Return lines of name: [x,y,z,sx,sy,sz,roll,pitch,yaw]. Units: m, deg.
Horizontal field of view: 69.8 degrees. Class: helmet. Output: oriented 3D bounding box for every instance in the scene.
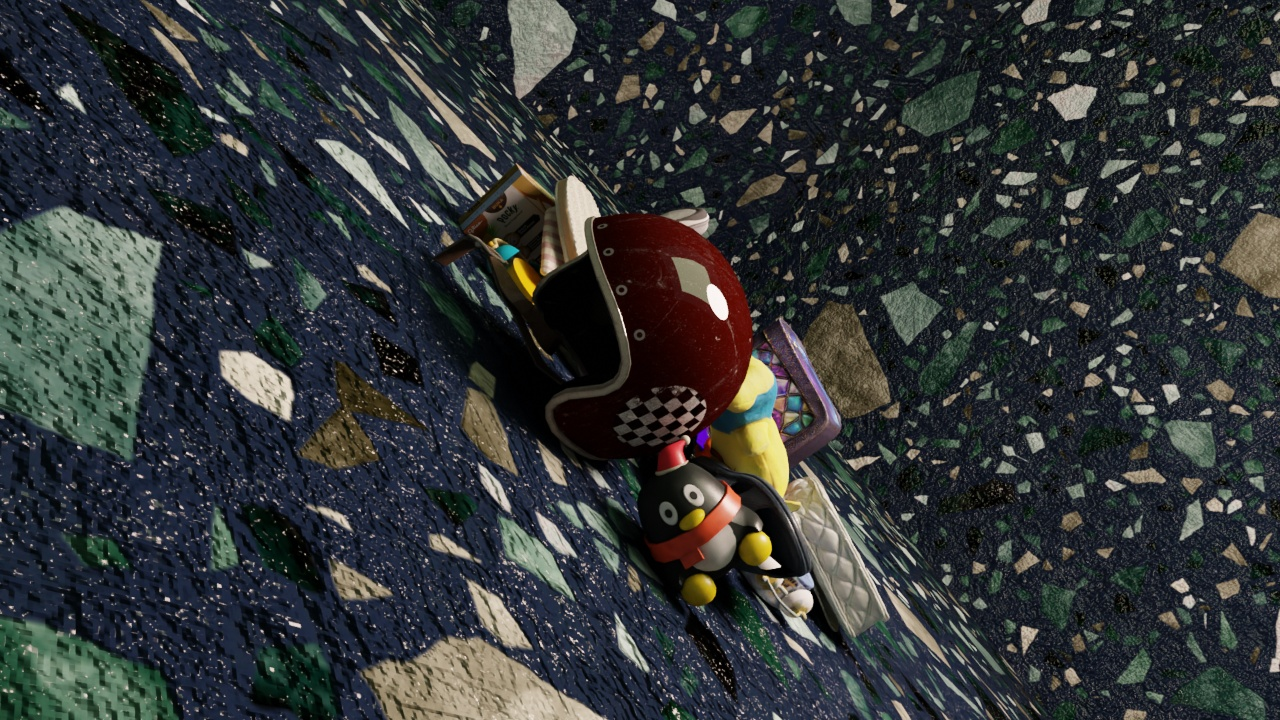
helmet: [-0.024,-0.027,0.881,0.234,0.254,0.233,51,16,-37]

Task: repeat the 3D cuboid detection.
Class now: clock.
clock: [-0.135,-0.089,1.074,0.099,0.044,0.129,31,27,-59]
clock: [0.150,0.237,1.017,0.089,0.052,0.125,46,10,-17]

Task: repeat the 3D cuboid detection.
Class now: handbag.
handbag: [0.166,0.056,1.358,0.222,0.205,0.125,59,13,20]
handbag: [0.236,0.249,1.169,0.195,0.072,0.139,63,3,1]

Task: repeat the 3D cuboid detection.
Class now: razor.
razor: [0.038,0.105,1.001,0.053,0.064,0.140,45,9,-11]

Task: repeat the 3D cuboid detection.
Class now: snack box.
snack box: [-0.127,-0.151,1.163,0.186,0.101,0.031,40,13,-40]

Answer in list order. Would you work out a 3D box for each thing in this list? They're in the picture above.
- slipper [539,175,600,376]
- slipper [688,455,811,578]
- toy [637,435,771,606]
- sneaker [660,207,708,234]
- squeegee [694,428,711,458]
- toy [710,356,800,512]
slipper: [-0.075,-0.091,1.095,0.115,0.052,0.262,21,57,-63]
slipper: [0.088,0.170,0.954,0.101,0.082,0.264,65,-13,-14]
toy: [0.042,0.136,0.803,0.119,0.097,0.100,55,-4,-9]
sneaker: [0.013,-0.134,1.366,0.129,0.264,0.096,55,41,-9]
squeegee: [0.121,0.153,1.199,0.185,0.055,0.248,49,28,-5]
toy: [0.117,0.081,1.025,0.149,0.084,0.214,-127,-163,-59]
